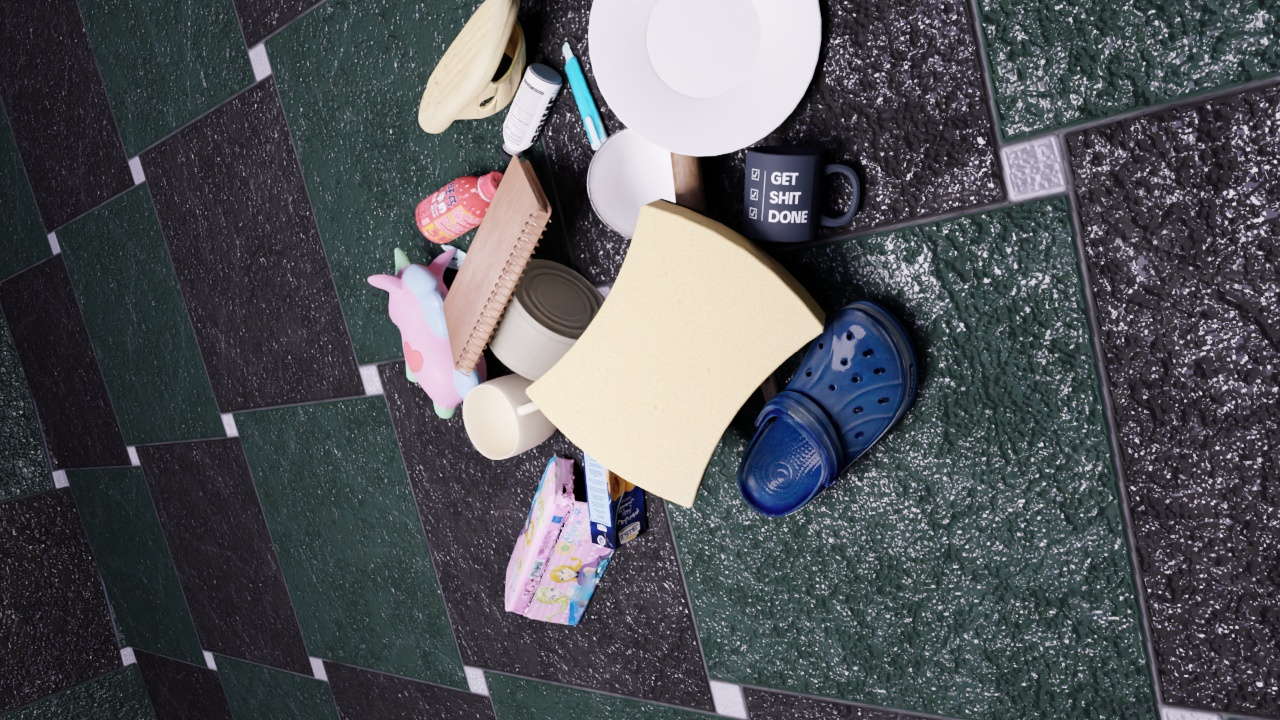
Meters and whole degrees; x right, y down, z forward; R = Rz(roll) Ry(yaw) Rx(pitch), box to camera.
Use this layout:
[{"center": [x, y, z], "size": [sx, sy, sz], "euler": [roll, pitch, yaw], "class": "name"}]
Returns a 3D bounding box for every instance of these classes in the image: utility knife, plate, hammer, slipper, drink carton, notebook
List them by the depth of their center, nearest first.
[{"center": [0.057, -0.292, 0.829], "size": [0.209, 0.015, 0.209], "euler": [2, 106, 9], "class": "plate"}, {"center": [0.169, 0.062, 0.872], "size": [0.105, 0.095, 0.253], "euler": [41, 124, 20], "class": "slipper"}, {"center": [0.037, -0.232, 0.876], "size": [0.129, 0.040, 0.322], "euler": [-6, 104, 7], "class": "hammer"}, {"center": [-0.061, -0.287, 0.997], "size": [0.022, 0.015, 0.124], "euler": [-18, 91, 29], "class": "utility knife"}, {"center": [-0.164, -0.107, 1.025], "size": [0.211, 0.022, 0.169], "euler": [-60, 29, 21], "class": "notebook"}, {"center": [-0.179, -0.315, 1.032], "size": [0.262, 0.079, 0.111], "euler": [-12, 60, 58], "class": "slipper"}, {"center": [-0.030, 0.154, 1.091], "size": [0.040, 0.064, 0.130], "euler": [7, 109, 40], "class": "drink carton"}]

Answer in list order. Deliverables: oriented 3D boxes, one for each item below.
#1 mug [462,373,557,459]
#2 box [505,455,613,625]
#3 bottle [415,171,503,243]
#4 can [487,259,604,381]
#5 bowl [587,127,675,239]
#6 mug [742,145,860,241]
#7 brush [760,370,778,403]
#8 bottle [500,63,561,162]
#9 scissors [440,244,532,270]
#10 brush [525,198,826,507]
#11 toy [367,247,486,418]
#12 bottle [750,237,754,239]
[{"center": [-0.142, 0.060, 1.126], "size": [0.120, 0.099, 0.096], "euler": [-21, 90, 40], "class": "mug"}, {"center": [-0.099, 0.240, 1.202], "size": [0.086, 0.105, 0.231], "euler": [-99, 27, -53], "class": "box"}, {"center": [-0.214, -0.192, 1.124], "size": [0.138, 0.061, 0.062], "euler": [-19, 93, 40], "class": "bottle"}, {"center": [-0.106, -0.045, 1.042], "size": [0.128, 0.127, 0.073], "euler": [50, 127, 15], "class": "can"}, {"center": [0.001, -0.180, 0.935], "size": [0.113, 0.063, 0.113], "euler": [-1, 100, -6], "class": "bowl"}, {"center": [0.148, -0.153, 0.843], "size": [0.105, 0.071, 0.077], "euler": [5, 110, 10], "class": "mug"}, {"center": [0.147, 0.077, 0.954], "size": [0.039, 0.012, 0.151], "euler": [-12, 96, 41], "class": "brush"}, {"center": [-0.128, -0.275, 1.038], "size": [0.041, 0.041, 0.116], "euler": [46, 129, 17], "class": "bottle"}, {"center": [-0.201, -0.102, 1.176], "size": [0.179, 0.016, 0.105], "euler": [9, 111, 37], "class": "scissors"}, {"center": [0.033, -0.008, 0.879], "size": [0.195, 0.075, 0.251], "euler": [35, 109, 3], "class": "brush"}, {"center": [-0.259, -0.028, 1.179], "size": [0.222, 0.119, 0.171], "euler": [48, 146, 27], "class": "toy"}, {"center": [0.121, -0.072, 0.907], "size": [0.036, 0.036, 0.110], "euler": [-15, 95, 41], "class": "bottle"}]
